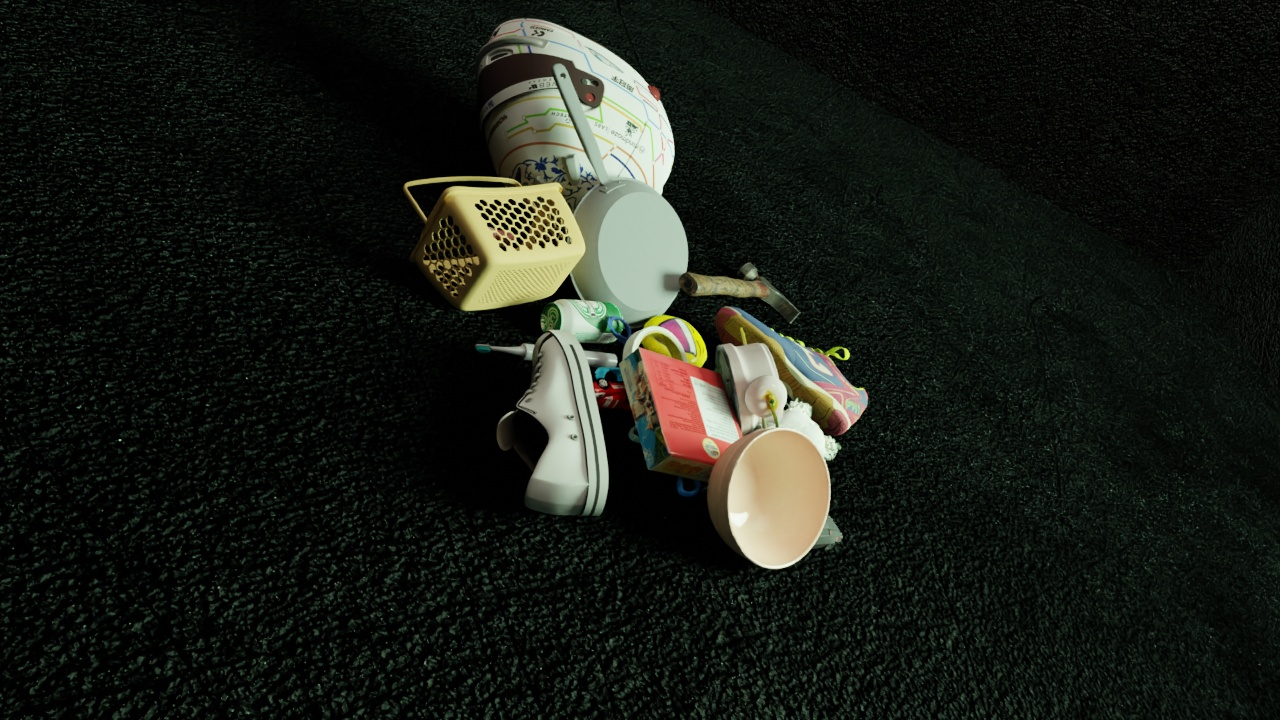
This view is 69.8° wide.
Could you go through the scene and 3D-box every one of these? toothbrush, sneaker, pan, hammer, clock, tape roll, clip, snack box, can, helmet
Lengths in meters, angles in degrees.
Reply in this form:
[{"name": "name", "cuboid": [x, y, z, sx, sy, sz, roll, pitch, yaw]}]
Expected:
[{"name": "toothbrush", "cuboid": [-0.109, -0.007, 1.082, 0.187, 0.018, 0.019, 6, 39, -35]}, {"name": "sneaker", "cuboid": [-0.102, 0.061, 0.944, 0.097, 0.091, 0.245, 3, 42, -16]}, {"name": "pan", "cuboid": [-0.035, -0.213, 1.193, 0.200, 0.051, 0.357, -32, 111, -35]}, {"name": "sneaker", "cuboid": [0.211, 0.000, 1.284, 0.242, 0.116, 0.090, 43, 61, 9]}, {"name": "hammer", "cuboid": [0.142, -0.102, 1.348, 0.120, 0.033, 0.329, 44, 20, 18]}, {"name": "clock", "cuboid": [0.138, 0.044, 1.120, 0.059, 0.117, 0.157, -13, 39, -5]}, {"name": "tape roll", "cuboid": [0.019, 0.005, 1.131, 0.094, 0.019, 0.094, 14, 68, -38]}, {"name": "clip", "cuboid": [-0.192, -0.158, 1.220, 0.023, 0.045, 0.060, 46, 2, 16]}, {"name": "snack box", "cuboid": [0.054, 0.067, 1.054, 0.142, 0.040, 0.144, 18, 44, -41]}, {"name": "can", "cuboid": [-0.070, -0.048, 1.138, 0.101, 0.053, 0.053, 1, 44, -41]}, {"name": "helmet", "cuboid": [-0.104, -0.318, 1.310, 0.314, 0.232, 0.235, 23, 62, -18]}]

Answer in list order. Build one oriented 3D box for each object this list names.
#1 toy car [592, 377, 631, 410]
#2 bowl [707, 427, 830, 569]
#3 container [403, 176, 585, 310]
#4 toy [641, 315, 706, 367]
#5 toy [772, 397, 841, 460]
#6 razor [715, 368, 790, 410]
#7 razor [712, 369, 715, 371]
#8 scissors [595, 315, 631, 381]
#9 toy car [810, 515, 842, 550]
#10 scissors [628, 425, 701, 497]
[{"name": "toy car", "cuboid": [-0.028, 0.042, 1.065, 0.089, 0.038, 0.025, 3, 45, -39]}, {"name": "bowl", "cuboid": [0.127, 0.144, 0.994, 0.152, 0.153, 0.076, 6, -1, -36]}, {"name": "container", "cuboid": [-0.183, -0.158, 1.117, 0.183, 0.130, 0.167, -16, 65, -48]}, {"name": "toy", "cuboid": [0.044, -0.020, 1.211, 0.094, 0.041, 0.095, 3, 49, -32]}, {"name": "toy", "cuboid": [0.192, 0.099, 1.179, 0.108, 0.041, 0.095, -12, 51, -31]}, {"name": "razor", "cuboid": [0.158, 0.039, 1.232, 0.144, 0.021, 0.044, 31, 49, -22]}, {"name": "razor", "cuboid": [0.101, 0.021, 1.226, 0.044, 0.018, 0.140, 44, 34, 18]}, {"name": "scissors", "cuboid": [-0.004, -0.006, 1.135, 0.129, 0.014, 0.118, -2, 79, -35]}, {"name": "toy car", "cuboid": [0.199, 0.193, 1.058, 0.091, 0.036, 0.042, 5, 41, -37]}, {"name": "scissors", "cuboid": [0.040, 0.109, 1.062, 0.130, 0.014, 0.125, 29, 31, -15]}]
